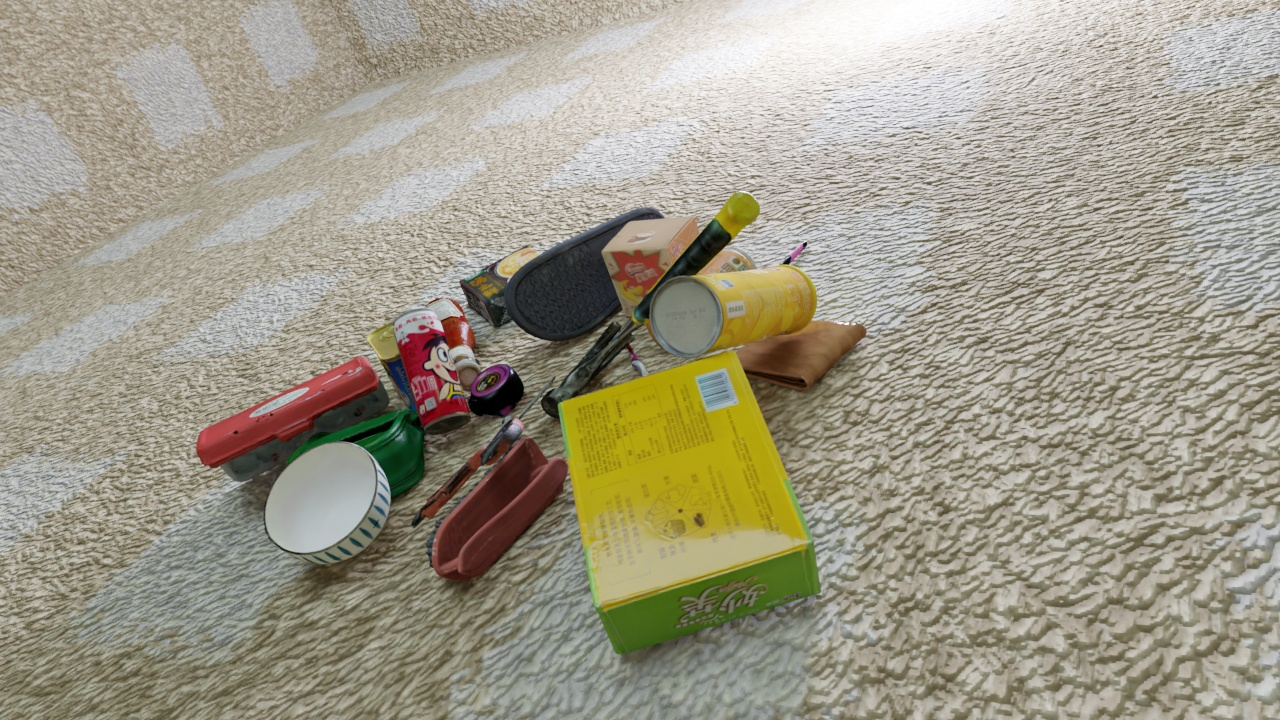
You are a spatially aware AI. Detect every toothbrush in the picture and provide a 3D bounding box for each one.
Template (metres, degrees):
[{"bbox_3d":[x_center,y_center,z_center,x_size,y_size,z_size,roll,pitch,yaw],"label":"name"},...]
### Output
[{"bbox_3d":[0.150,-0.091,1.067,0.018,0.014,0.188,18,45,35],"label":"toothbrush"},{"bbox_3d":[-0.006,0.006,0.999,0.017,0.016,0.187,-30,29,-1],"label":"toothbrush"}]

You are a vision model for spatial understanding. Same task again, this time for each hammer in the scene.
[{"bbox_3d":[0.010,-0.056,0.896,0.324,0.032,0.125,-44,4,45],"label":"hammer"}]

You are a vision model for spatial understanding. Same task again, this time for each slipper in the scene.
[{"bbox_3d":[-0.067,-0.107,1.157,0.267,0.111,0.083,-35,15,-34],"label":"slipper"}]

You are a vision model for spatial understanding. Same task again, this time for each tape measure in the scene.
[{"bbox_3d":[-0.159,0.034,1.024,0.058,0.039,0.057,-17,38,19],"label":"tape measure"}]

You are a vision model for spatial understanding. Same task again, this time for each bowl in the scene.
[{"bbox_3d":[-0.290,0.143,0.876,0.116,0.066,0.116,-8,55,12],"label":"bowl"}]

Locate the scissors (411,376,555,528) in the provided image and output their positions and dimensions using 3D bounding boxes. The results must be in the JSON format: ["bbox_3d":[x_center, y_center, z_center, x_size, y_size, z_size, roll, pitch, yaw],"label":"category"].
[{"bbox_3d":[-0.138,0.077,0.883,0.224,0.015,0.189,-49,7,-33],"label":"scissors"}]

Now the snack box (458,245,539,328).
[{"bbox_3d":[-0.181,-0.103,1.269,0.113,0.053,0.126,-31,36,-18],"label":"snack box"}]

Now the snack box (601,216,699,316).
[{"bbox_3d":[0.022,-0.111,1.098,0.093,0.094,0.076,1,36,33],"label":"snack box"}]

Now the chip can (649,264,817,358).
[{"bbox_3d":[0.092,-0.048,0.845,0.072,0.072,0.212,-1,7,32],"label":"chip can"}]

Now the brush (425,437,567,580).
[{"bbox_3d":[-0.126,0.135,0.806,0.069,0.063,0.145,-9,29,48],"label":"brush"}]

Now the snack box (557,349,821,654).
[{"bbox_3d":[0.030,0.101,0.707,0.158,0.070,0.209,-17,43,1],"label":"snack box"}]

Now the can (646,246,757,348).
[{"bbox_3d":[0.070,-0.070,1.034,0.058,0.058,0.145,9,41,42],"label":"can"}]

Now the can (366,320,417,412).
[{"bbox_3d":[-0.278,0.006,1.102,0.057,0.083,0.102,-30,30,-17],"label":"can"}]

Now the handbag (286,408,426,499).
[{"bbox_3d":[-0.294,0.103,0.974,0.131,0.068,0.120,-18,20,8],"label":"handbag"}]

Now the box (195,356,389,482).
[{"bbox_3d":[-0.387,0.064,1.033,0.201,0.074,0.155,-28,-8,-15],"label":"box"}]

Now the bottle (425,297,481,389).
[{"bbox_3d":[-0.232,-0.021,1.144,0.059,0.060,0.206,-25,30,-9],"label":"bottle"}]

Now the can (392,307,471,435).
[{"bbox_3d":[-0.230,0.011,1.007,0.053,0.053,0.132,-19,73,-6],"label":"can"}]

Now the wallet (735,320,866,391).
[{"bbox_3d":[0.153,-0.011,0.924,0.101,0.020,0.115,-38,31,-31],"label":"wallet"}]
